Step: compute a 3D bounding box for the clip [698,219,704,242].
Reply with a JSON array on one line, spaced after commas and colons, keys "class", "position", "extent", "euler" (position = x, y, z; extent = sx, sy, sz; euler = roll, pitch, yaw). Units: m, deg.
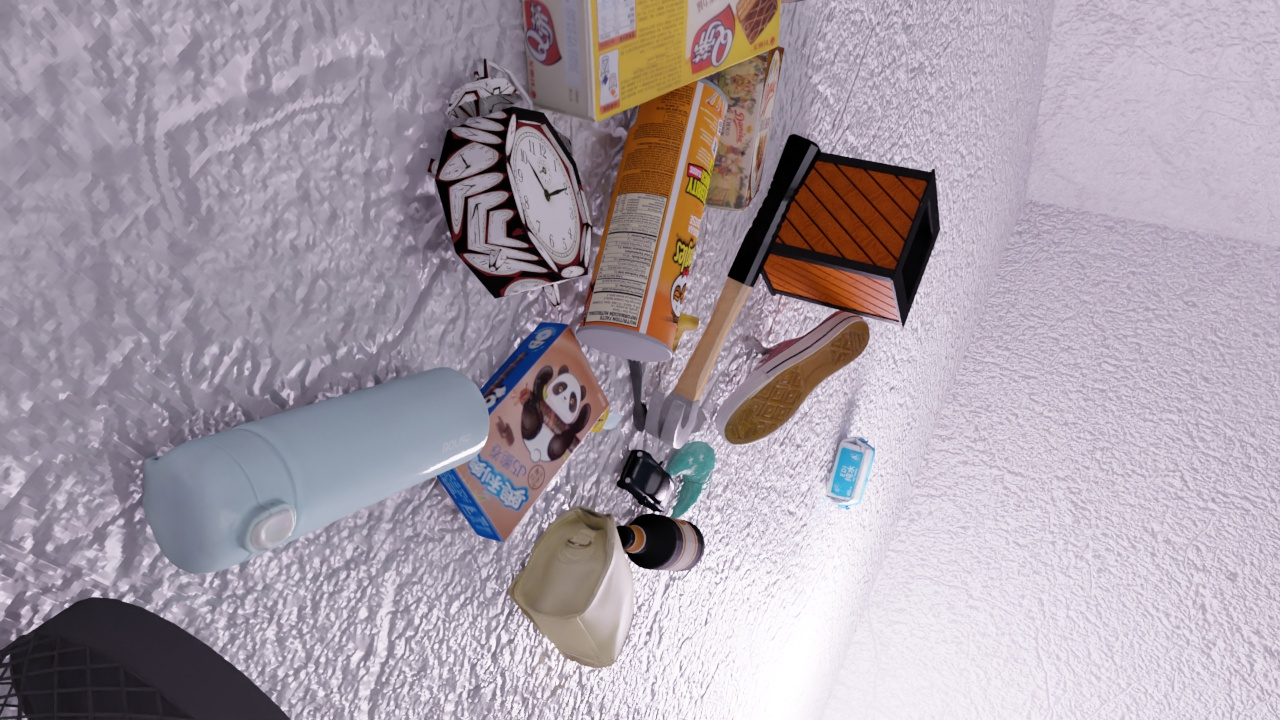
[{"class": "clip", "position": [0.035, -0.155, 0.832], "extent": [0.058, 0.050, 0.102], "euler": [-83, 166, -84]}]

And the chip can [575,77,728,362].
[{"class": "chip can", "position": [0.011, -0.112, 0.719], "extent": [0.075, 0.075, 0.214], "euler": [41, 59, -62]}]

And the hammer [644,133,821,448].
[{"class": "hammer", "position": [0.092, -0.064, 0.910], "extent": [0.328, 0.039, 0.131], "euler": [-65, 165, 10]}]

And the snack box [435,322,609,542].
[{"class": "snack box", "position": [-0.088, 0.051, 0.692], "extent": [0.150, 0.034, 0.087], "euler": [-52, 132, -34]}]

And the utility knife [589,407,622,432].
[{"class": "utility knife", "position": [-0.057, 0.046, 0.801], "extent": [0.030, 0.017, 0.179], "euler": [-65, 158, 4]}]

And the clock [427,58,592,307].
[{"class": "clock", "position": [-0.085, -0.115, 0.582], "extent": [0.114, 0.065, 0.154], "euler": [28, 52, -63]}]

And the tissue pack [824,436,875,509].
[{"class": "tissue pack", "position": [0.402, 0.217, 1.765], "extent": [0.092, 0.062, 0.144], "euler": [19, 86, -63]}]

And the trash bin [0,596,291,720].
[{"class": "trash bin", "position": [-0.243, 0.233, 0.327], "extent": [0.226, 0.218, 0.218], "euler": [-46, 144, -50]}]

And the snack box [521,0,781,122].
[{"class": "snack box", "position": [0.017, -0.258, 0.659], "extent": [0.229, 0.062, 0.110], "euler": [-35, 136, -40]}]

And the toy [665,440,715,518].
[{"class": "toy", "position": [0.058, 0.135, 1.065], "extent": [0.084, 0.033, 0.105], "euler": [-43, 145, -28]}]

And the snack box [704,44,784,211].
[{"class": "snack box", "position": [0.097, -0.223, 0.857], "extent": [0.143, 0.041, 0.147], "euler": [-52, 152, -68]}]

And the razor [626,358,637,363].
[{"class": "razor", "position": [0.005, -0.077, 0.795], "extent": [0.057, 0.060, 0.156], "euler": [68, 42, -60]}]

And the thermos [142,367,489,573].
[{"class": "thermos", "position": [-0.170, 0.054, 0.510], "extent": [0.206, 0.078, 0.065], "euler": [-22, 129, -61]}]

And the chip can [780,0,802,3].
[{"class": "chip can", "position": [0.091, -0.387, 0.749], "extent": [0.079, 0.080, 0.229], "euler": [-66, 154, -13]}]

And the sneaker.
[{"class": "sneaker", "position": [0.178, 0.010, 1.160], "extent": [0.240, 0.088, 0.118], "euler": [-36, 131, -15]}]

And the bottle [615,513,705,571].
[{"class": "bottle", "position": [0.014, 0.193, 0.979], "extent": [0.181, 0.059, 0.059], "euler": [31, 78, -64]}]

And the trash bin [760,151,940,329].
[{"class": "trash bin", "position": [0.246, -0.147, 1.093], "extent": [0.139, 0.172, 0.139], "euler": [-67, 154, -12]}]

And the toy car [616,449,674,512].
[{"class": "toy car", "position": [0.010, 0.128, 0.958], "extent": [0.046, 0.034, 0.112], "euler": [-65, 153, -15]}]

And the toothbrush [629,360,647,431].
[{"class": "toothbrush", "position": [-0.005, 0.005, 0.876], "extent": [0.013, 0.013, 0.168], "euler": [-59, 152, -43]}]

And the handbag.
[{"class": "handbag", "position": [-0.052, 0.207, 0.842], "extent": [0.119, 0.081, 0.111], "euler": [71, 37, -49]}]

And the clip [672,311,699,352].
[{"class": "clip", "position": [0.031, -0.032, 0.921], "extent": [0.049, 0.044, 0.054], "euler": [-34, 164, 20]}]
